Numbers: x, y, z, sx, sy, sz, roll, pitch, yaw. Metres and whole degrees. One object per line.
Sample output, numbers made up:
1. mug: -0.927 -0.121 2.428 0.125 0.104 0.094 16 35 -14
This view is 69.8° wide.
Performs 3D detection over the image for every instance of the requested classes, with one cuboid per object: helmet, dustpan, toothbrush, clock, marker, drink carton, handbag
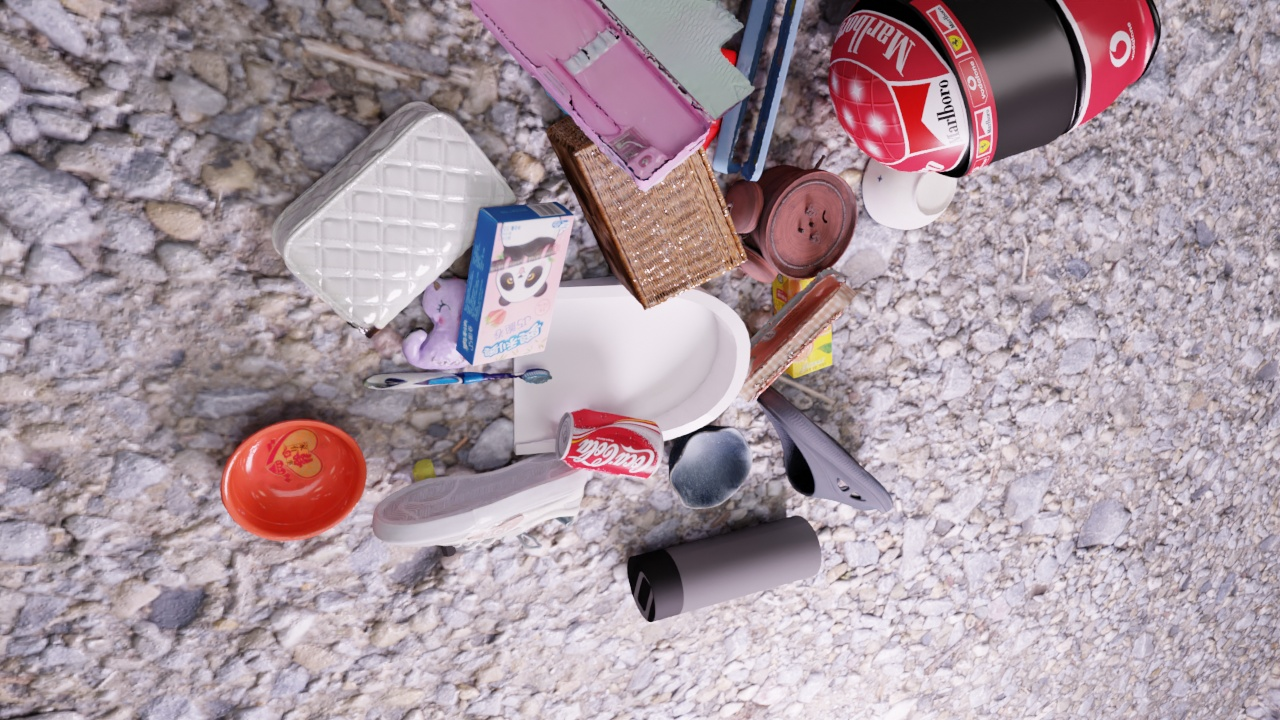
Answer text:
1. helmet: 0.301 -0.283 0.879 0.224 0.271 0.198 -30 122 -5
2. dustpan: -0.006 0.006 0.994 0.257 0.053 0.192 -8 117 -24
3. toothbrush: -0.181 0.020 0.924 0.188 0.017 0.016 -2 114 -20
4. clock: 0.152 -0.148 0.990 0.157 0.072 0.121 -27 123 -15
5. marker: -0.219 0.160 0.981 0.021 0.017 0.124 -19 122 -18
6. drink carton: 0.190 -0.051 1.075 0.058 0.043 0.135 -18 120 -18
7. handbag: -0.216 -0.126 0.811 0.195 0.072 0.139 -42 134 -4

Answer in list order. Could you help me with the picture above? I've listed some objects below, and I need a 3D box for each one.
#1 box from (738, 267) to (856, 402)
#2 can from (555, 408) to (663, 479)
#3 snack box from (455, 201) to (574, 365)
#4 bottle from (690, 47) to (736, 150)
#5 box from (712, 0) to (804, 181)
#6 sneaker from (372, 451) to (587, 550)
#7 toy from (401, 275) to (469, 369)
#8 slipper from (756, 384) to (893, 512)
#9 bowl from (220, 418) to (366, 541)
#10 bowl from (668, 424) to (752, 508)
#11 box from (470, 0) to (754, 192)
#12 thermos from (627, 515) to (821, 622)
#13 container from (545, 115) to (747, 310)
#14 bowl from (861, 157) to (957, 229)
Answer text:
1. box: 0.164 -0.033 1.034 0.189 0.064 0.056 -48 171 31
2. can: -0.033 0.089 0.979 0.104 0.064 0.064 12 108 -20
3. snack box: -0.120 -0.072 0.865 0.087 0.033 0.154 -14 132 -40
4. bottle: 0.066 -0.251 0.916 0.036 0.036 0.119 1 114 -28
5. box: 0.129 -0.283 0.911 0.068 0.059 0.210 -30 138 -64
6. sneaker: -0.159 0.165 0.957 0.241 0.089 0.091 -12 117 -37
7. toy: -0.190 -0.036 0.889 0.080 0.036 0.100 -3 116 -28
8. slipper: 0.220 0.132 1.144 0.083 0.110 0.268 -47 122 4
9. bowl: -0.332 0.106 0.878 0.130 0.045 0.131 -12 118 -23
10. bowl: 0.074 0.118 1.090 0.110 0.055 0.110 -12 119 -23
11. box: -0.015 -0.276 0.780 0.159 0.035 0.230 -41 83 -6
12. thermos: 0.106 0.261 1.161 0.240 0.082 0.082 -9 117 -24
13. container: 0.005 -0.161 0.882 0.112 0.113 0.198 -29 122 -6
14. bowl: 0.318 -0.203 1.056 0.113 0.063 0.113 -11 118 -23
